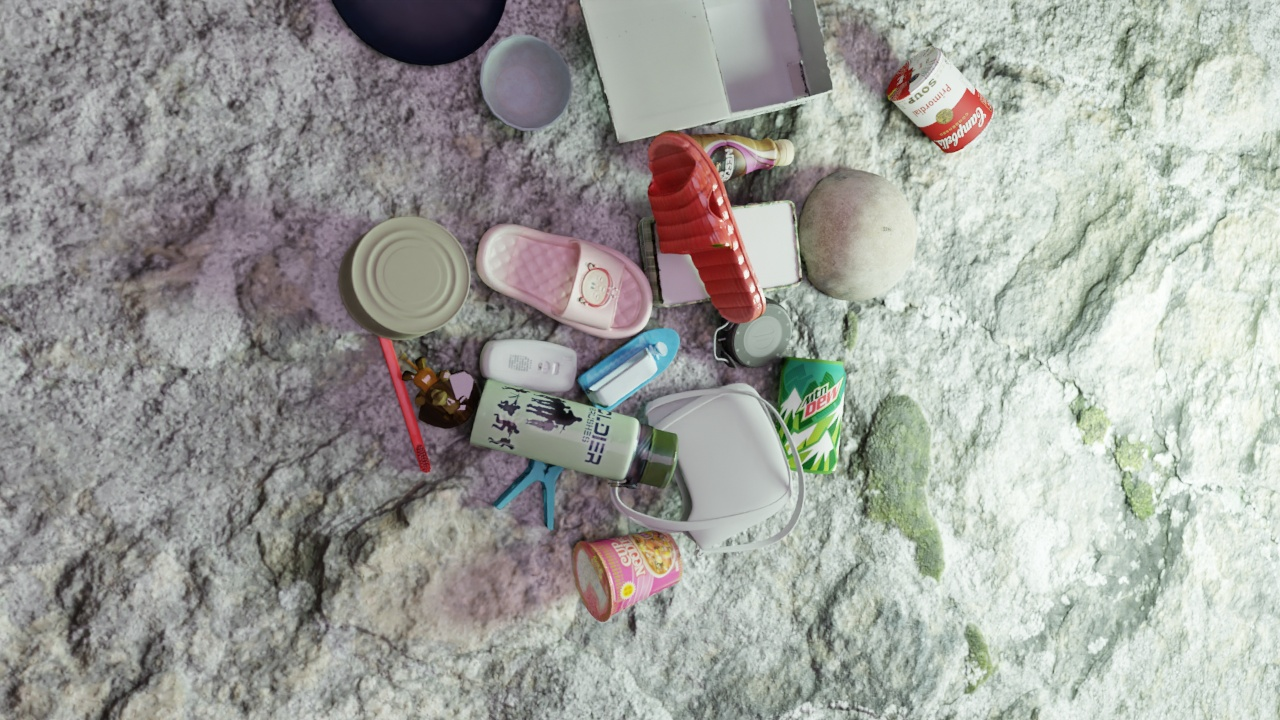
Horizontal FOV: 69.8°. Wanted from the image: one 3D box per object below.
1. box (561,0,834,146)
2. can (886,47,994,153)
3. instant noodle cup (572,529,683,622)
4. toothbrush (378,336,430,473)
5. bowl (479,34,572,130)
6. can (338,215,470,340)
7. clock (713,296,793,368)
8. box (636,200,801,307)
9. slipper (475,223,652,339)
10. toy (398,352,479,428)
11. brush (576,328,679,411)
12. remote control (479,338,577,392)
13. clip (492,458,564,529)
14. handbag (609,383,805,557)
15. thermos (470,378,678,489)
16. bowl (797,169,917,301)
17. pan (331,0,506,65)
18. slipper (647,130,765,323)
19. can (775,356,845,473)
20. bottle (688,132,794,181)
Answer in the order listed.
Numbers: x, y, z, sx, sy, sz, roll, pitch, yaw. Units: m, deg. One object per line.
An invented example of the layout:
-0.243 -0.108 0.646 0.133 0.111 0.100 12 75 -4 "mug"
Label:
0.067 -0.365 1.093 0.367 0.099 0.166 -20 100 -27 "box"
0.404 -0.350 1.237 0.116 0.087 0.086 36 79 -20 "can"
-0.012 0.250 1.102 0.108 0.098 0.098 -12 97 -28 "instant noodle cup"
-0.268 0.026 1.020 0.012 0.018 0.212 -19 100 -21 "toothbrush"
-0.134 -0.312 1.045 0.106 0.039 0.106 -1 93 -22 "bowl"
-0.252 -0.087 0.984 0.127 0.073 0.127 1 88 -26 "can"
0.140 -0.037 1.162 0.122 0.044 0.091 -11 116 -19 "clock"
0.101 -0.134 1.147 0.205 0.051 0.118 -12 101 -20 "box"
-0.084 -0.097 1.069 0.221 0.056 0.106 19 84 -21 "slipper"
-0.228 0.029 1.016 0.076 0.062 0.100 -45 103 6 "toy"
-0.007 0.006 1.095 0.135 0.075 0.055 -36 106 -16 "brush"
-0.130 0.005 1.070 0.114 0.028 0.060 6 91 -22 "remote control"
-0.125 0.130 1.082 0.102 0.027 0.119 28 83 -24 "clip"
0.072 0.141 1.108 0.222 0.096 0.215 -18 82 -20 "handbag"
-0.072 0.090 1.039 0.231 0.082 0.082 16 87 -6 "thermos"
0.302 -0.167 1.211 0.178 0.081 0.178 -1 94 -24 "bowl"
-0.180 -0.462 1.027 0.355 0.021 0.199 -31 104 -17 "pan"
0.064 -0.140 1.049 0.059 0.104 0.249 -40 116 -29 "slipper"
0.218 0.070 1.186 0.083 0.083 0.144 5 91 -22 "can"
0.113 -0.253 1.139 0.165 0.060 0.059 -9 96 -23 "bottle"
